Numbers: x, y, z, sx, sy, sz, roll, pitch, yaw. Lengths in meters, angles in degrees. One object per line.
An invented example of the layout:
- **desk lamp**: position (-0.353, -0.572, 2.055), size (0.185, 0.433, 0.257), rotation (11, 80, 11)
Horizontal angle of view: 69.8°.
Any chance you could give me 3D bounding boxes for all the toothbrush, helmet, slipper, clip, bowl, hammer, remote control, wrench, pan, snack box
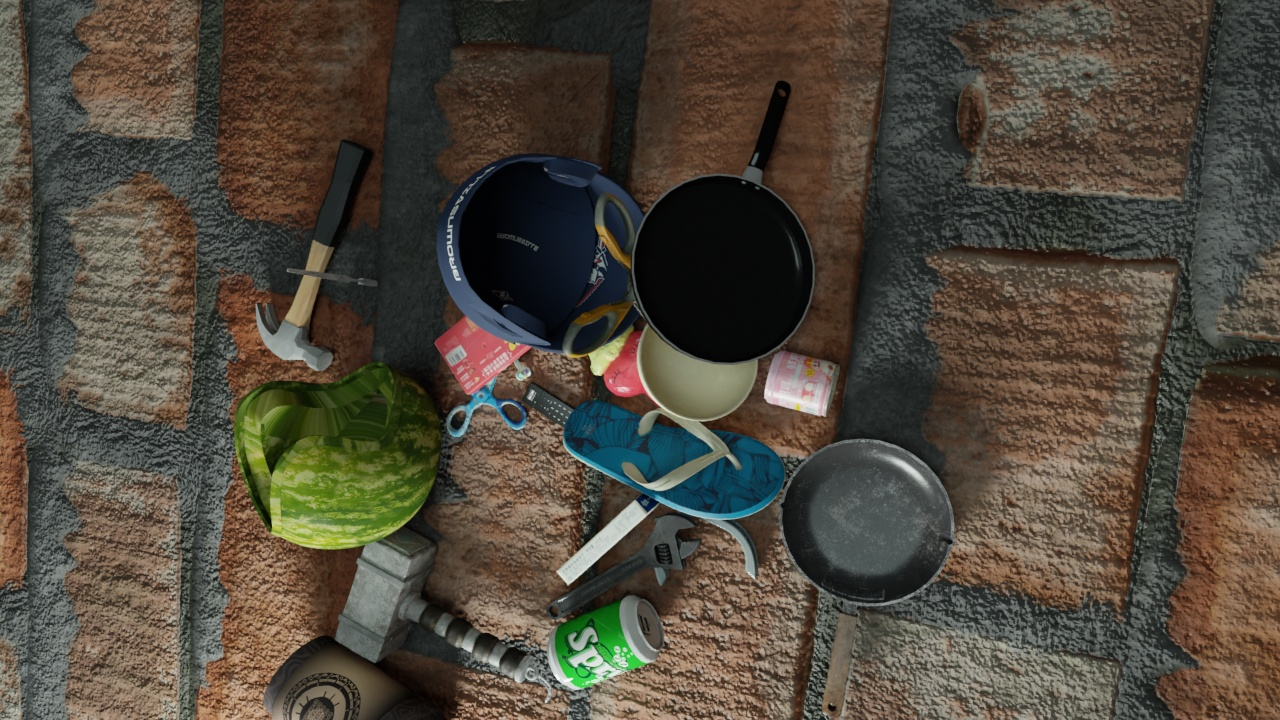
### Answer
- **toothbrush**: position (-0.413, -0.112, 1.232), size (0.010, 0.181, 0.010), rotation (5, 91, 21)
- **helmet**: position (-0.386, 0.131, 1.218), size (0.213, 0.246, 0.244), rotation (32, 130, 45)
- **slipper**: position (0.032, 0.118, 1.150), size (0.295, 0.060, 0.118), rotation (17, 75, 18)
- **clip**: position (0.085, 0.236, 1.179), size (0.165, 0.032, 0.165), rotation (35, 104, 11)
- **bowl**: position (0.060, 0.002, 1.129), size (0.150, 0.075, 0.150), rotation (2, 83, -16)
- **hammer**: position (-0.461, -0.155, 1.320), size (0.131, 0.039, 0.328), rotation (26, 102, 16)
- **remote control**: position (-0.097, 0.077, 1.234), size (0.140, 0.009, 0.030), rotation (31, 103, 13)
- **hammer**: position (-0.260, 0.374, 1.277), size (0.326, 0.079, 0.177), rotation (24, 102, 15)
- **wrench**: position (-0.028, 0.279, 1.206), size (0.274, 0.018, 0.073), rotation (-36, 82, 27)
- **toothbrush**: position (-0.195, -0.043, 1.253), size (0.022, 0.015, 0.154), rotation (-30, 85, -7)
- **pan**: position (0.261, 0.268, 1.119), size (0.208, 0.040, 0.357), rotation (11, 99, 17)
- **snack box**: position (-0.038, 0.226, 1.190), size (0.150, 0.081, 0.026), rotation (-45, 81, 16)
- **pan**: position (0.117, -0.168, 1.096), size (0.225, 0.034, 0.356), rotation (20, 82, -12)
- **helmet**: position (-0.113, -0.128, 1.121), size (0.272, 0.223, 0.232), rotation (17, 89, -15)
- **snack box**: position (-0.208, -0.026, 1.239), size (0.133, 0.021, 0.089), rotation (-37, 83, 22)

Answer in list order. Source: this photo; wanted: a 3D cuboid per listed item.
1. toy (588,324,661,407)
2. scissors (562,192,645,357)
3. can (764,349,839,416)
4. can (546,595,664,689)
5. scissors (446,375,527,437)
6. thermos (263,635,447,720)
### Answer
- **toy**: position (-0.007, 0.007, 1.179), size (0.135, 0.045, 0.092), rotation (38, 101, 3)
- **scissors**: position (-0.023, -0.084, 1.091), size (0.016, 0.225, 0.229), rotation (16, 57, 40)
- **can**: position (0.194, 0.027, 1.103), size (0.076, 0.067, 0.067), rotation (14, 99, 16)
- **can**: position (-0.046, 0.369, 1.202), size (0.140, 0.087, 0.088), rotation (-27, 86, 18)
- **scissors**: position (-0.215, 0.060, 1.272), size (0.140, 0.011, 0.134), rotation (31, 102, 14)
- **thermos**: position (-0.406, 0.510, 1.298), size (0.226, 0.172, 0.173), rotation (32, 103, 20)
